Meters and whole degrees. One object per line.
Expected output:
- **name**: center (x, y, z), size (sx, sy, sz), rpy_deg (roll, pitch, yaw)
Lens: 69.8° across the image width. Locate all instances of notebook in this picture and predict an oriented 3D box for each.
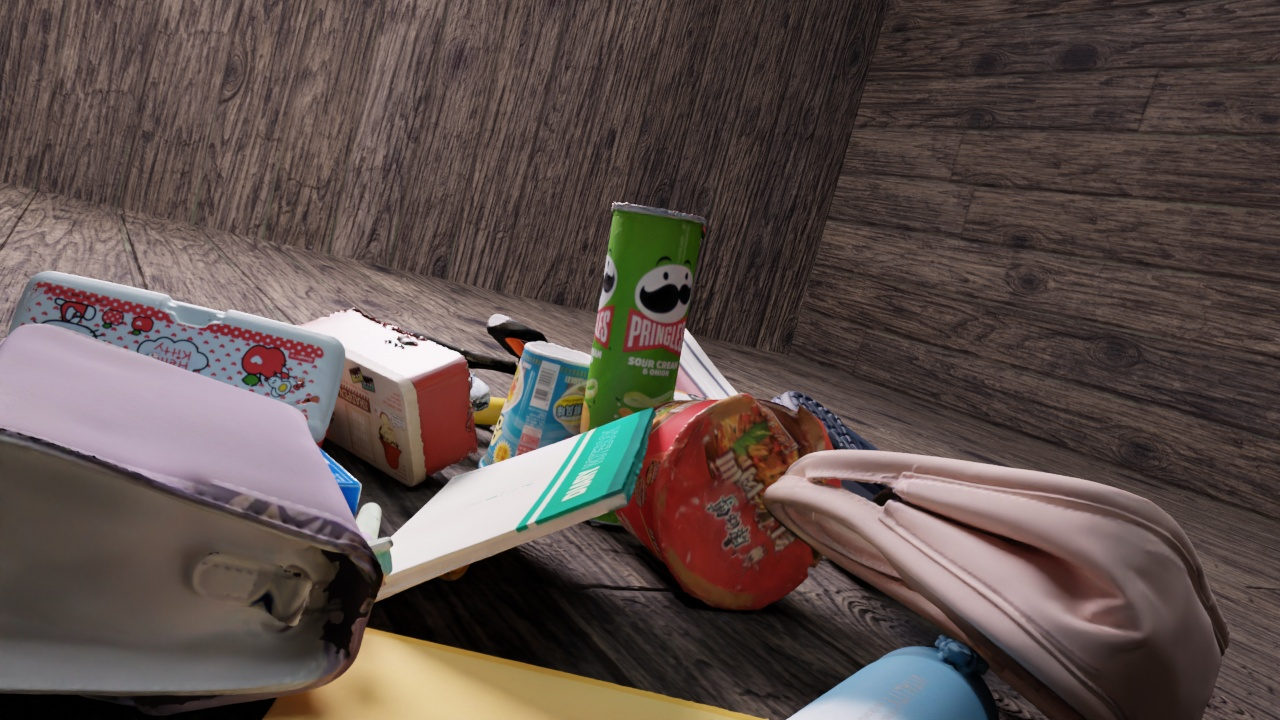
- **notebook**: center (-0.036, 0.151, 0.346), size (0.206, 0.010, 0.146), rpy_deg (14, 6, -5)
- **notebook**: center (-0.067, 0.074, 0.517), size (0.150, 0.012, 0.209), rpy_deg (-21, 6, 7)

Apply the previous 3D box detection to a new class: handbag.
- **handbag**: center (0.168, 0.115, 0.489), size (0.234, 0.093, 0.193), rpy_deg (20, -18, 45)
- **handbag**: center (-0.200, 0.059, 0.375), size (0.144, 0.098, 0.197), rpy_deg (16, 4, -32)

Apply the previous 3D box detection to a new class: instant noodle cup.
- **instant noodle cup**: center (0.047, 0.087, 0.618), size (0.137, 0.138, 0.109), rpy_deg (12, -2, -26)
- **instant noodle cup**: center (-0.073, 0.045, 0.750), size (0.099, 0.110, 0.099), rpy_deg (15, 7, -2)

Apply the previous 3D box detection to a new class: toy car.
- **toy car**: center (-0.172, 0.014, 0.799), size (0.106, 0.031, 0.048), rpy_deg (29, 20, 36)

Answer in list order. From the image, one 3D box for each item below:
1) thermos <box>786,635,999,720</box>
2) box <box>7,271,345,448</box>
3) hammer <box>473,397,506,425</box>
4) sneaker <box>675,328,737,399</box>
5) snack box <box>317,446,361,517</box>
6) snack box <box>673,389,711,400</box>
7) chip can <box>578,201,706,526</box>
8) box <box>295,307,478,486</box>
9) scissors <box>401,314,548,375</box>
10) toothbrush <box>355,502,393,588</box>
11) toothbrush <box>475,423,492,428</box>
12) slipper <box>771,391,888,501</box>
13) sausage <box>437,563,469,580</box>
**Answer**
- **thermos**: center (0.085, 0.146, 0.329), size (0.070, 0.070, 0.220), rpy_deg (18, 3, 29)
- **box**: center (-0.309, 0.003, 0.624), size (0.201, 0.100, 0.095), rpy_deg (13, 7, -18)
- **hammer**: center (-0.102, 0.051, 0.872), size (0.300, 0.033, 0.129), rpy_deg (8, 18, -32)
- **sneaker**: center (0.070, 0.070, 0.902), size (0.241, 0.088, 0.118), rpy_deg (55, 3, 35)
- **snack box**: center (-0.251, 0.066, 0.527), size (0.157, 0.026, 0.085), rpy_deg (9, 8, -41)
- **snack box**: center (0.054, 0.085, 0.770), size (0.075, 0.026, 0.153), rpy_deg (14, 35, -18)
- **chip can**: center (-0.004, 0.004, 0.691), size (0.072, 0.236, 0.072), rpy_deg (9, 7, -1)
- **box**: center (-0.194, 0.022, 0.702), size (0.168, 0.091, 0.077), rpy_deg (20, 32, 39)
- **scissors**: center (-0.120, -0.002, 0.863), size (0.233, 0.021, 0.221), rpy_deg (12, -16, -9)
- **toothbrush**: center (-0.139, 0.090, 0.471), size (0.020, 0.029, 0.190), rpy_deg (33, -11, -13)
- **toothbrush**: center (-0.086, 0.080, 0.880), size (0.189, 0.016, 0.014), rpy_deg (19, 5, 13)
- **slipper**: center (0.173, 0.119, 0.726), size (0.252, 0.095, 0.105), rpy_deg (37, 18, -31)
- **sausage**: center (-0.105, 0.103, 0.567), size (0.021, 0.021, 0.165), rpy_deg (15, 6, -2)
